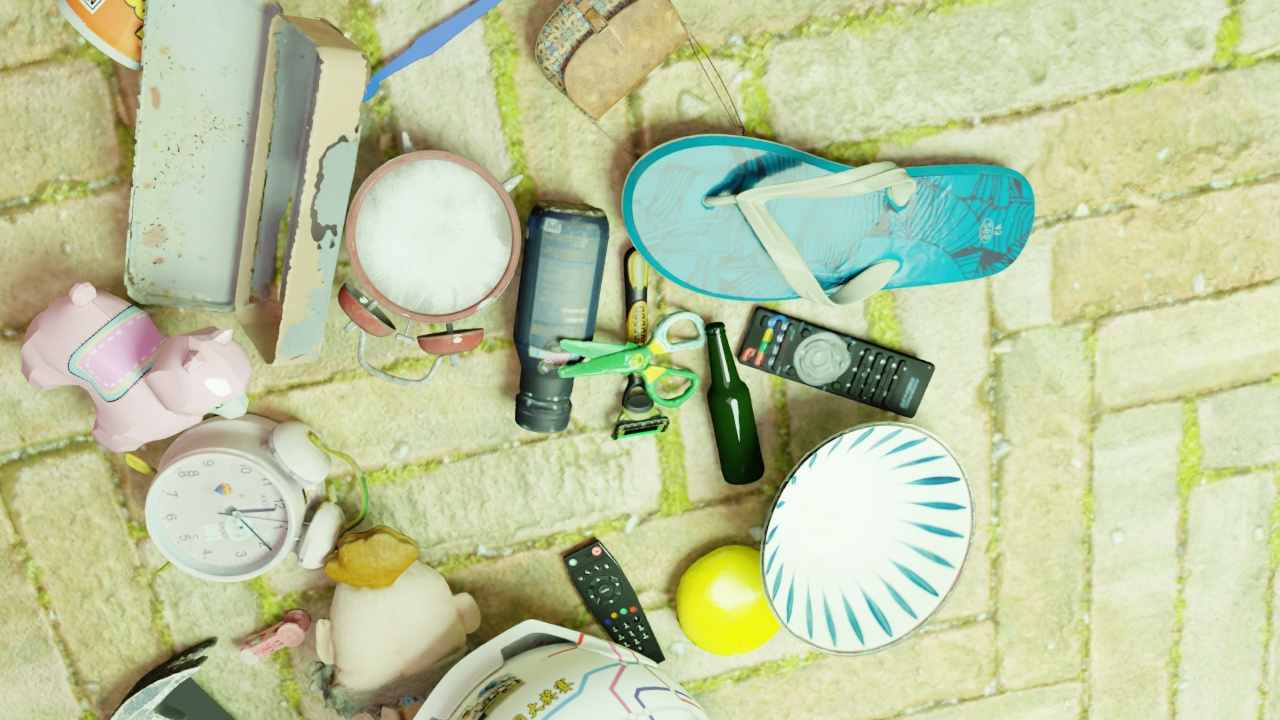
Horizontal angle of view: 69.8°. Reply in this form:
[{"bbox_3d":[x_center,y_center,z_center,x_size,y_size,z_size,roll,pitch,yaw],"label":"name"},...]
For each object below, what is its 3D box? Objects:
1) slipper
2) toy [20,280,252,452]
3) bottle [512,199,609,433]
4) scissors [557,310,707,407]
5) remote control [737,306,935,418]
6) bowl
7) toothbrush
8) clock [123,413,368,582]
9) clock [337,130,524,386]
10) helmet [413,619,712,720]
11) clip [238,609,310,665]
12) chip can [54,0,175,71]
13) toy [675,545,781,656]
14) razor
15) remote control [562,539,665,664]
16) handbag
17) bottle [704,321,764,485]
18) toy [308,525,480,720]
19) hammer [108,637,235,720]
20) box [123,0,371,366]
[{"bbox_3d":[0.134,-0.086,0.621,0.295,0.060,0.118,0,121,-7],"label":"slipper"},{"bbox_3d":[-0.321,0.002,0.590,0.158,0.067,0.123,-23,114,39],"label":"toy"},{"bbox_3d":[-0.058,-0.029,0.635,0.056,0.056,0.161,7,108,-7],"label":"bottle"},{"bbox_3d":[-0.003,-0.011,0.638,0.131,0.013,0.078,14,96,-38],"label":"scissors"},{"bbox_3d":[0.144,0.001,0.679,0.140,0.021,0.045,18,105,-5],"label":"remote control"},{"bbox_3d":[0.155,0.123,0.685,0.177,0.071,0.177,-4,102,-18],"label":"bowl"},{"bbox_3d":[-0.119,-0.217,0.594,0.187,0.011,0.016,-33,108,4],"label":"toothbrush"},{"bbox_3d":[-0.275,0.100,0.662,0.158,0.058,0.117,-5,109,-3],"label":"clock"},{"bbox_3d":[-0.141,-0.062,0.612,0.110,0.062,0.157,18,93,-10],"label":"clock"},{"bbox_3d":[-0.040,0.338,0.670,0.230,0.236,0.315,-41,131,-24],"label":"helmet"},{"bbox_3d":[-0.287,0.215,0.725,0.059,0.039,0.023,-27,112,0],"label":"clip"},{"bbox_3d":[-0.246,-0.266,0.538,0.210,0.062,0.062,-40,107,9],"label":"chip can"},{"bbox_3d":[0.073,0.192,0.727,0.094,0.041,0.095,-17,108,-3],"label":"toy"},{"bbox_3d":[-0.002,-0.012,0.664,0.044,0.021,0.144,-8,111,-20],"label":"razor"},{"bbox_3d":[-0.019,0.199,0.738,0.039,0.010,0.125,-27,108,5],"label":"remote control"},{"bbox_3d":[0.020,-0.163,0.607,0.093,0.043,0.196,-40,110,9],"label":"handbag"},{"bbox_3d":[0.066,0.031,0.677,0.033,0.033,0.123,-13,108,0],"label":"bottle"},{"bbox_3d":[-0.188,0.194,0.689,0.132,0.076,0.176,-12,118,-18],"label":"toy"},{"bbox_3d":[-0.271,0.347,0.759,0.326,0.036,0.141,34,105,-14],"label":"hammer"},{"bbox_3d":[-0.248,-0.108,0.561,0.094,0.121,0.218,-13,133,-46],"label":"box"}]
